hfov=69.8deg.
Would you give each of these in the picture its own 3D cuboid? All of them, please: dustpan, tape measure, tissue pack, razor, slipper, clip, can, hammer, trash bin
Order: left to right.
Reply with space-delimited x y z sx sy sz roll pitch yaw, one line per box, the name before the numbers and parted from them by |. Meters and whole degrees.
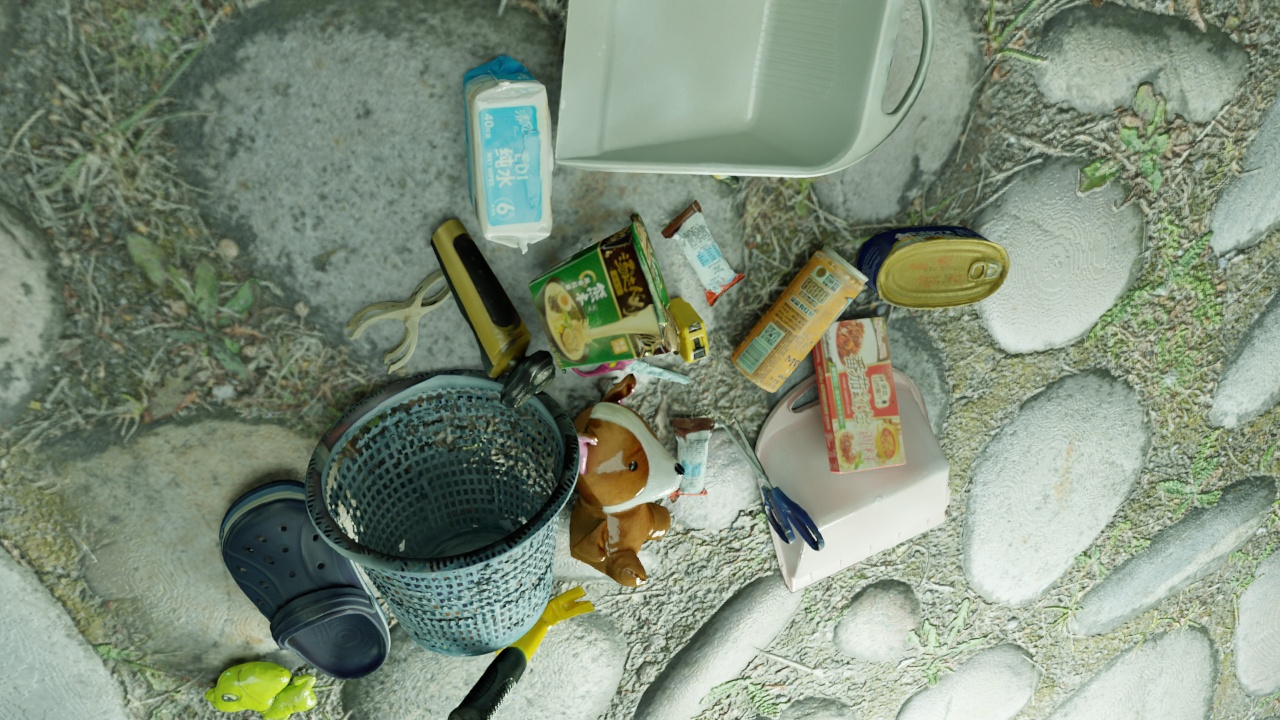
slipper | -0.316 0.228 0.872 0.105 0.095 0.253 -22 125 -9
clip | -0.202 -0.029 0.804 0.102 0.035 0.094 -21 118 -15
trash bin | -0.163 0.153 0.825 0.226 0.226 0.195 -11 132 -12
razor | -0.127 -0.042 0.783 0.062 0.068 0.167 -36 103 -41
tissue pack | -0.104 -0.164 0.728 0.063 0.090 0.140 -7 119 -14
hammer | -0.120 0.283 0.866 0.129 0.300 0.033 -32 88 6
tape measure | 0.042 -0.026 0.868 0.029 0.060 0.057 -20 127 -8
dustpan | 0.089 -0.244 0.692 0.257 0.143 0.223 -12 119 -38
can | 0.154 -0.040 0.897 0.058 0.058 0.146 31 105 -29
dustpan | 0.239 0.126 1.045 0.222 0.138 0.274 -23 150 -7
can | 0.291 -0.094 0.917 0.148 0.049 0.075 -4 119 -16

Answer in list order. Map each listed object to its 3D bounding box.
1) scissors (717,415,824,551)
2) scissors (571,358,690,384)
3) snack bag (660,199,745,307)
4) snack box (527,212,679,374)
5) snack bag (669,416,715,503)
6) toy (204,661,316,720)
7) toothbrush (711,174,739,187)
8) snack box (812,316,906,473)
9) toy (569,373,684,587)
scissors | 0.136 0.132 0.947 0.012 0.155 0.166 -35 133 -18
scissors | -0.005 0.005 0.897 0.133 0.017 0.054 15 119 -29
snack bag | 0.060 -0.097 0.854 0.048 0.026 0.104 -41 121 -1
snack box | -0.033 -0.054 0.793 0.106 0.118 0.117 -18 101 6
snack bag | 0.053 0.106 0.962 0.045 0.026 0.105 -1 117 -7
toy | -0.387 0.339 0.944 0.096 0.031 0.100 -26 127 -3
toothbrush | 0.016 -0.197 0.791 0.185 0.017 0.012 26 70 -28
snack box | 0.221 0.035 0.932 0.075 0.025 0.153 -6 86 -13
toy | -0.019 0.121 0.892 0.131 0.139 0.200 1 118 17
